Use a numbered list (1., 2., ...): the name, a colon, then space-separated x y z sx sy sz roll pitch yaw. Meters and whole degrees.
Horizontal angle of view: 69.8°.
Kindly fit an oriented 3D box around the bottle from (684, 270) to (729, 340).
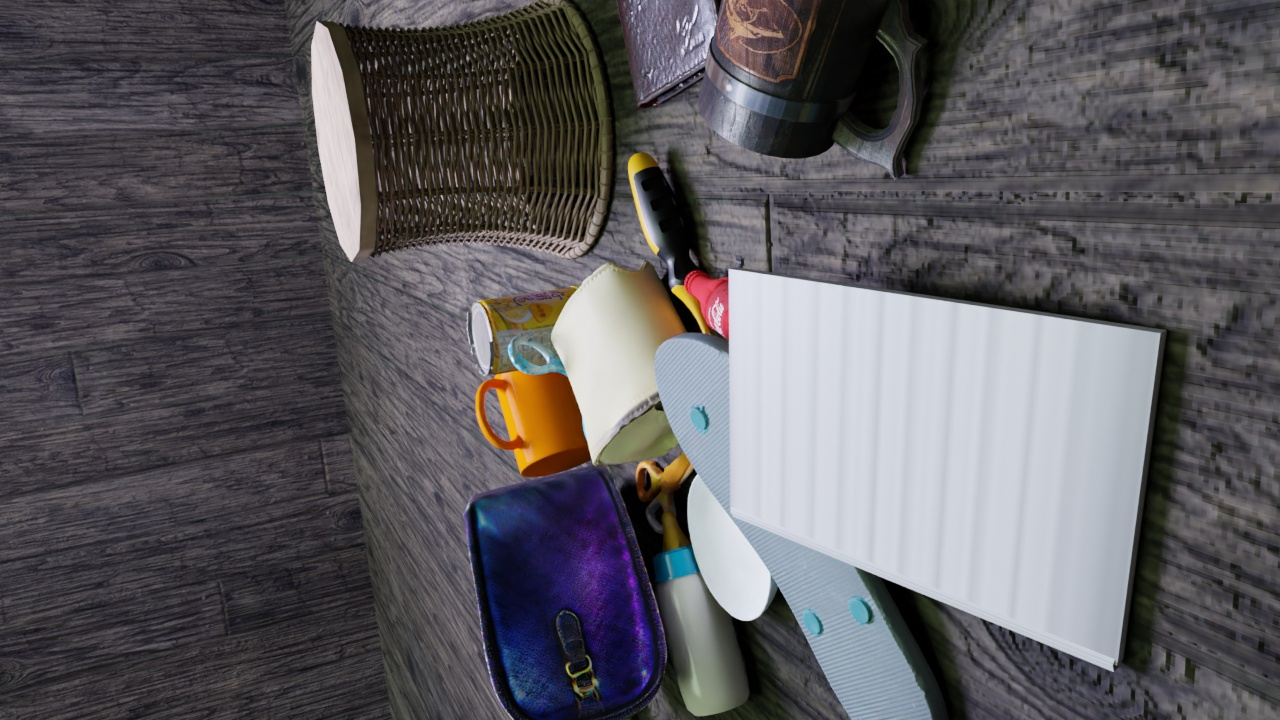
1. bottle: 0.062 -0.029 0.562 0.119 0.036 0.036 42 136 53

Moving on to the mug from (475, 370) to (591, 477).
1. mug: -0.101 0.052 0.850 0.078 0.112 0.096 -36 65 42

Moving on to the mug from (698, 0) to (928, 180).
1. mug: 0.089 -0.152 0.427 0.116 0.079 0.107 36 139 20

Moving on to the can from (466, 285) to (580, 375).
1. can: -0.094 -0.027 0.812 0.068 0.105 0.068 37 132 56

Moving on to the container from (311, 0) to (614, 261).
1. container: -0.159 -0.190 0.778 0.227 0.195 0.227 36 131 56

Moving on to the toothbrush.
1. toothbrush: 0.031 -0.055 0.631 0.031 0.031 0.196 126 125 -71

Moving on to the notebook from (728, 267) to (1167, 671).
1. notebook: 0.122 0.039 0.428 0.210 0.009 0.143 15 114 46

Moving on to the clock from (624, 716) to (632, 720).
1. clock: -0.049 0.332 0.884 0.057 0.083 0.119 61 153 25

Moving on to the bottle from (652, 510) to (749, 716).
1. bottle: 0.039 0.182 0.675 0.051 0.051 0.146 -38 65 63

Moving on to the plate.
1. plate: 0.068 0.121 0.620 0.104 0.026 0.104 37 132 55

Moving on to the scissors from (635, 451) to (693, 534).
1. scissors: 0.023 0.097 0.721 0.064 0.013 0.128 69 154 19

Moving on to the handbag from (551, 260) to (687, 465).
1. handbag: -0.004 0.004 0.673 0.111 0.081 0.119 -55 48 47

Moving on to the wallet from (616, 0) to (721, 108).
1. wallet: 0.018 -0.227 0.589 0.120 0.031 0.099 -2 101 64

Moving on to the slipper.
1. slipper: 0.100 0.089 0.527 0.268 0.054 0.098 60 148 15

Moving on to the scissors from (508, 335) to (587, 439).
1. scissors: -0.048 0.019 0.728 0.011 0.133 0.137 -37 73 25

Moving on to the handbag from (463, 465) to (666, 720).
1. handbag: -0.054 0.206 0.734 0.205 0.125 0.222 106 150 -76
